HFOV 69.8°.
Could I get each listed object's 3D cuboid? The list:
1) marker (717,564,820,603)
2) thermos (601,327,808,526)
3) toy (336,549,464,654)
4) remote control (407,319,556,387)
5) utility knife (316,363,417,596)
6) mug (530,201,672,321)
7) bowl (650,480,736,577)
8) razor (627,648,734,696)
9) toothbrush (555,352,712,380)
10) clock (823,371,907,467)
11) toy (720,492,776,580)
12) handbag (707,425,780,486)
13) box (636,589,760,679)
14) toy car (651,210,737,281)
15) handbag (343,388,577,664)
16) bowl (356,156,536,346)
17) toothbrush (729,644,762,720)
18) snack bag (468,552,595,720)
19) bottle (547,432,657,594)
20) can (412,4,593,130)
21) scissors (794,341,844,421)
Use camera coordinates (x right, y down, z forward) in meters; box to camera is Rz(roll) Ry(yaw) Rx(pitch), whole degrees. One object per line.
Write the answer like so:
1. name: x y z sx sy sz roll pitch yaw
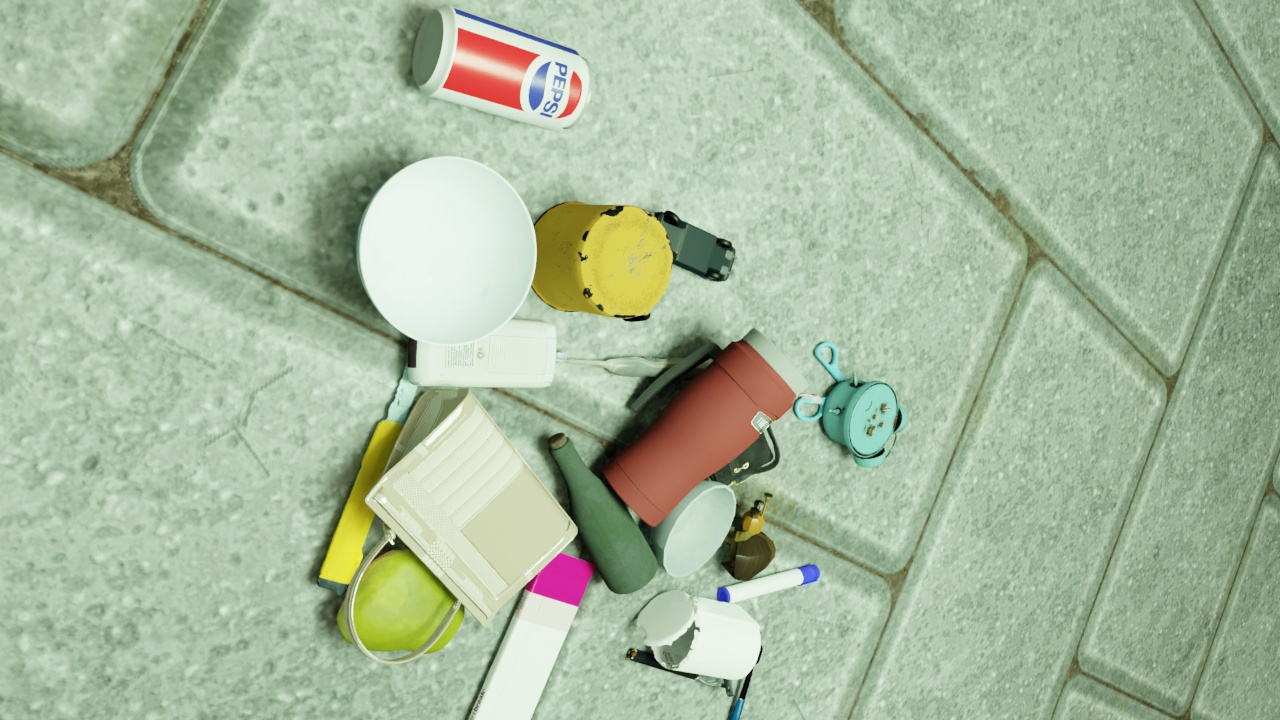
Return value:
1. marker: 0.148 0.255 1.043 0.141 0.020 0.020 -4 101 -35
2. thermos: 0.053 0.055 0.877 0.198 0.108 0.084 -43 157 2
3. toy: -0.196 0.211 0.772 0.110 0.051 0.090 45 70 -33
4. remote control: -0.134 -0.007 0.790 0.138 0.025 0.060 2 93 -37
5. utility knife: -0.214 0.084 0.758 0.030 0.019 0.223 26 82 -41
6. mug: -0.029 -0.080 0.812 0.100 0.094 0.124 -46 121 -20
7. bowl: 0.048 0.164 0.934 0.106 0.039 0.106 -28 133 -35
8. razor: 0.043 0.330 0.984 0.144 0.022 0.042 25 41 -31
9. toothbrush: -0.005 0.005 0.891 0.185 0.022 0.024 3 94 -34
10. clock: 0.262 0.072 1.062 0.090 0.053 0.124 -53 128 -14
11. toy: 0.118 0.187 0.986 0.076 0.062 0.100 -34 140 -66
12. handbag: 0.091 0.077 0.951 0.079 0.054 0.128 -34 118 -21
13. box: 0.057 0.279 0.950 0.143 0.080 0.089 19 102 -35
14. toy car: 0.048 -0.110 0.898 0.112 0.034 0.046 19 88 -37
15. handbag: -0.161 0.154 0.745 0.176 0.062 0.197 57 49 -30
16. bowl: -0.164 -0.087 0.728 0.143 0.074 0.144 -7 102 -34
17. toothbrush: 0.109 0.401 1.044 0.014 0.014 0.167 16 92 -25
18. snack bag: -0.106 0.277 0.869 0.070 0.016 0.196 28 81 -36
19. bottle: -0.042 0.141 0.868 0.055 0.055 0.174 -38 116 -24
20. can: -0.110 -0.234 0.742 0.132 0.070 0.070 7 94 -36
21. scissors: 0.231 0.023 1.069 0.140 0.015 0.111 -6 102 -41
